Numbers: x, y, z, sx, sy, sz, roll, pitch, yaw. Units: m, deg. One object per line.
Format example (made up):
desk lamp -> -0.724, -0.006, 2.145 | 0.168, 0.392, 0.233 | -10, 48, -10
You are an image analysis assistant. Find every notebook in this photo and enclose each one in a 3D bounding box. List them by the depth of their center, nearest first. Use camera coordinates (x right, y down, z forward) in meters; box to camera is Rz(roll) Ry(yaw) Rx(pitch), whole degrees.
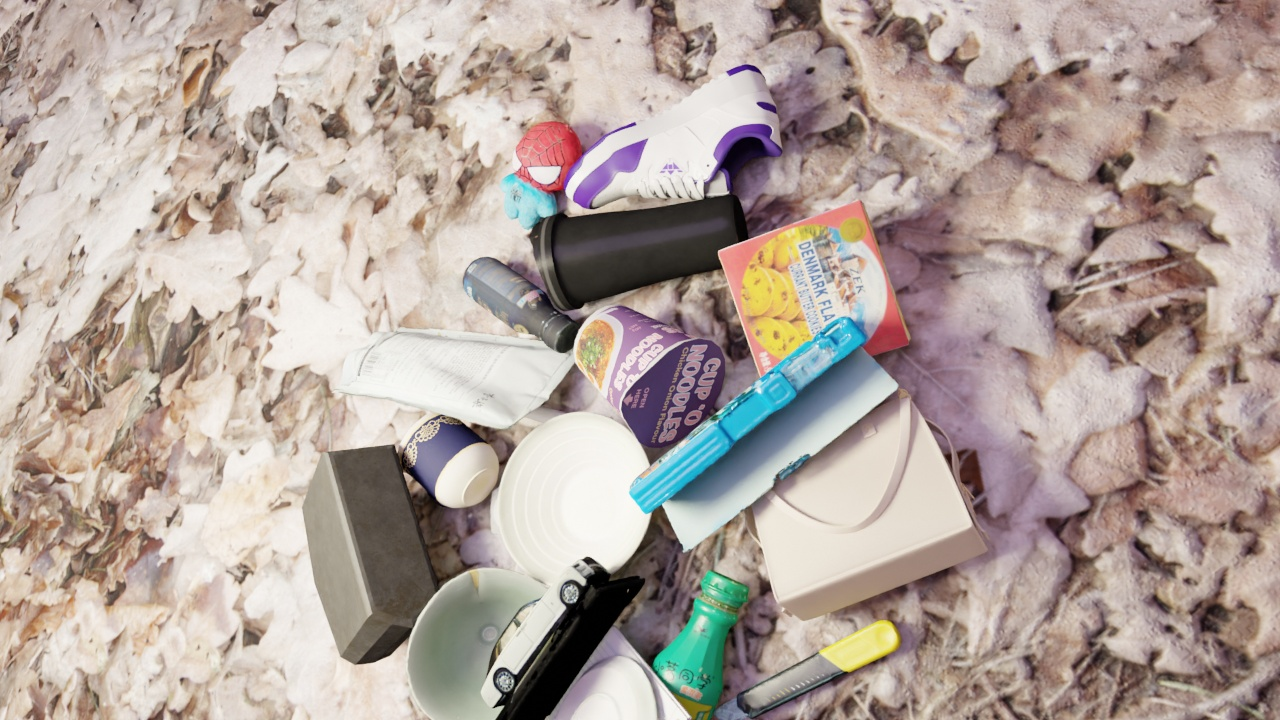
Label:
notebook -> -0.056, 0.381, 0.837 | 0.245, 0.013, 0.178 | -62, 32, 2

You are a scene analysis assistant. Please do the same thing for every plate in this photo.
plate -> -0.040, 0.341, 0.817 | 0.157, 0.014, 0.156 | -37, 38, 36

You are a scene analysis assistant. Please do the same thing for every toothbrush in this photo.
toothbrush -> -0.162, 0.045, 1.042 | 0.188, 0.018, 0.019 | 14, 78, 28

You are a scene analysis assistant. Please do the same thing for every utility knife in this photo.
utility knife -> 0.146, 0.283, 0.822 | 0.188, 0.020, 0.028 | -31, 62, 13

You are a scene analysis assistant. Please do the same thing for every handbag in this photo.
handbag -> 0.184, 0.106, 0.827 | 0.195, 0.101, 0.197 | -26, 53, 16
handbag -> -0.295, 0.223, 0.993 | 0.200, 0.102, 0.197 | -47, 58, 43

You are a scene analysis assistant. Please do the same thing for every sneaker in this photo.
sneaker -> 0.043, -0.207, 0.982 | 0.244, 0.091, 0.111 | -28, 77, 9

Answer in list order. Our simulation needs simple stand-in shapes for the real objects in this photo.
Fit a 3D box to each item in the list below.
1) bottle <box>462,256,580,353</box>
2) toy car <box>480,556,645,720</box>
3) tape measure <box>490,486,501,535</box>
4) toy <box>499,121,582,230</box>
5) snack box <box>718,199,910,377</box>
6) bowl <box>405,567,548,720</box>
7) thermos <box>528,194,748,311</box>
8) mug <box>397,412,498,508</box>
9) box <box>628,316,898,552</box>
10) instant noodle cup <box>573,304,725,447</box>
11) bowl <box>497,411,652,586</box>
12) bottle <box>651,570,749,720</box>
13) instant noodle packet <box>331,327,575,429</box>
bottle -> -0.135, -0.063, 1.041 | 0.161, 0.056, 0.056 | 34, 90, 29
toy car -> -0.088, 0.262, 0.858 | 0.071, 0.094, 0.192 | 40, 103, 23
tape measure -> -0.131, 0.161, 0.990 | 0.062, 0.020, 0.060 | -2, 74, 25
toy -> -0.120, -0.221, 1.083 | 0.092, 0.062, 0.133 | 39, 104, 36
snack box -> 0.166, -0.062, 0.878 | 0.145, 0.040, 0.142 | -19, 91, 19
bowl -> -0.148, 0.286, 0.928 | 0.174, 0.068, 0.174 | -1, 96, -11
thermos -> 0.001, -0.120, 0.974 | 0.219, 0.106, 0.105 | -9, 71, 17
mug -> -0.207, 0.124, 1.011 | 0.089, 0.085, 0.112 | 35, 126, 27
box -> 0.110, 0.067, 0.821 | 0.243, 0.091, 0.085 | -39, 85, 7
instant noodle cup -> -0.005, 0.005, 0.926 | 0.122, 0.136, 0.122 | 37, 119, 39
bowl -> -0.057, 0.145, 0.939 | 0.177, 0.057, 0.176 | -8, 71, 23
bottle -> 0.040, 0.297, 0.840 | 0.068, 0.068, 0.209 | 21, 84, 29
instant noodle packet -> -0.211, 0.016, 1.039 | 0.270, 0.057, 0.146 | 9, 42, 28
